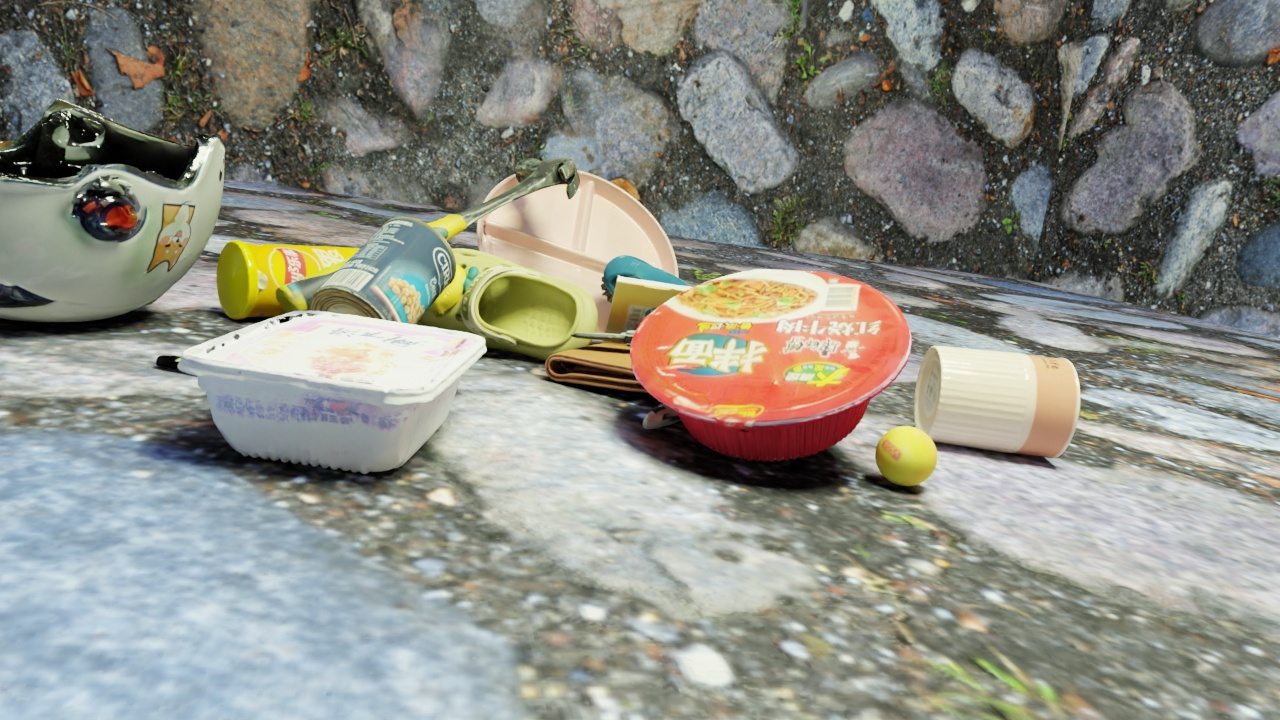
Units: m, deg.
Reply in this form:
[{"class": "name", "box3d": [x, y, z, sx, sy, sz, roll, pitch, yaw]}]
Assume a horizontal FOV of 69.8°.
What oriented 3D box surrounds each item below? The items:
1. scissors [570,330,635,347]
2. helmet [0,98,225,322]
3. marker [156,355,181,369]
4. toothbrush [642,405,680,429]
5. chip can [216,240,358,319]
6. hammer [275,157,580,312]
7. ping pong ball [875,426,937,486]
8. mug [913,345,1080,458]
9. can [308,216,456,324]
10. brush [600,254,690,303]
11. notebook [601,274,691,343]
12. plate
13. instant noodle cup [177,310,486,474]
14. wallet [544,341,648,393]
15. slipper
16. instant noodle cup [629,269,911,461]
[{"class": "scissors", "box3d": [0.023, -0.020, 0.823, 0.185, 0.019, 0.129, 6, 7, 11]}, {"class": "helmet", "box3d": [-0.465, -0.108, 0.722, 0.230, 0.157, 0.273, 13, 23, 16]}, {"class": "marker", "box3d": [-0.281, 0.008, 0.641, 0.124, 0.015, 0.018, 7, 11, 9]}, {"class": "toothbrush", "box3d": [0.052, 0.036, 0.732, 0.018, 0.016, 0.191, 26, 18, 25]}, {"class": "chip can", "box3d": [-0.295, -0.077, 0.898, 0.072, 0.072, 0.212, 19, 15, 41]}, {"class": "hammer", "box3d": [-0.190, -0.125, 0.874, 0.322, 0.032, 0.126, -33, 27, -30]}, {"class": "ping pong ball", "box3d": [0.179, 0.064, 0.617, 0.040, 0.040, 0.040, 8, 12, -2]}, {"class": "mug", "box3d": [0.286, 0.036, 0.760, 0.106, 0.081, 0.115, 7, -15, 2]}, {"class": "can", "box3d": [-0.210, -0.058, 0.753, 0.075, 0.075, 0.110, 11, 41, 15]}, {"class": "brush", "box3d": [0.027, -0.060, 0.944, 0.144, 0.055, 0.074, 34, -24, -4]}, {"class": "notebook", "box3d": [0.071, -0.030, 0.881, 0.206, 0.010, 0.146, 7, -24, -5]}, {"class": "plate", "box3d": [-0.068, -0.114, 0.997, 0.229, 0.229, 0.028, 2, -31, -26]}, {"class": "instant noodle cup", "box3d": [-0.177, 0.017, 0.555, 0.138, 0.060, 0.173, 8, 10, 1]}, {"class": "wallet", "box3d": [-0.005, 0.005, 0.804, 0.108, 0.031, 0.131, 9, 11, 24]}, {"class": "slipper", "box3d": [-0.132, -0.058, 0.835, 0.191, 0.091, 0.081, 15, -14, 13]}, {"class": "instant noodle cup", "box3d": [0.092, 0.007, 0.653, 0.194, 0.066, 0.193, -8, 34, 5]}]
